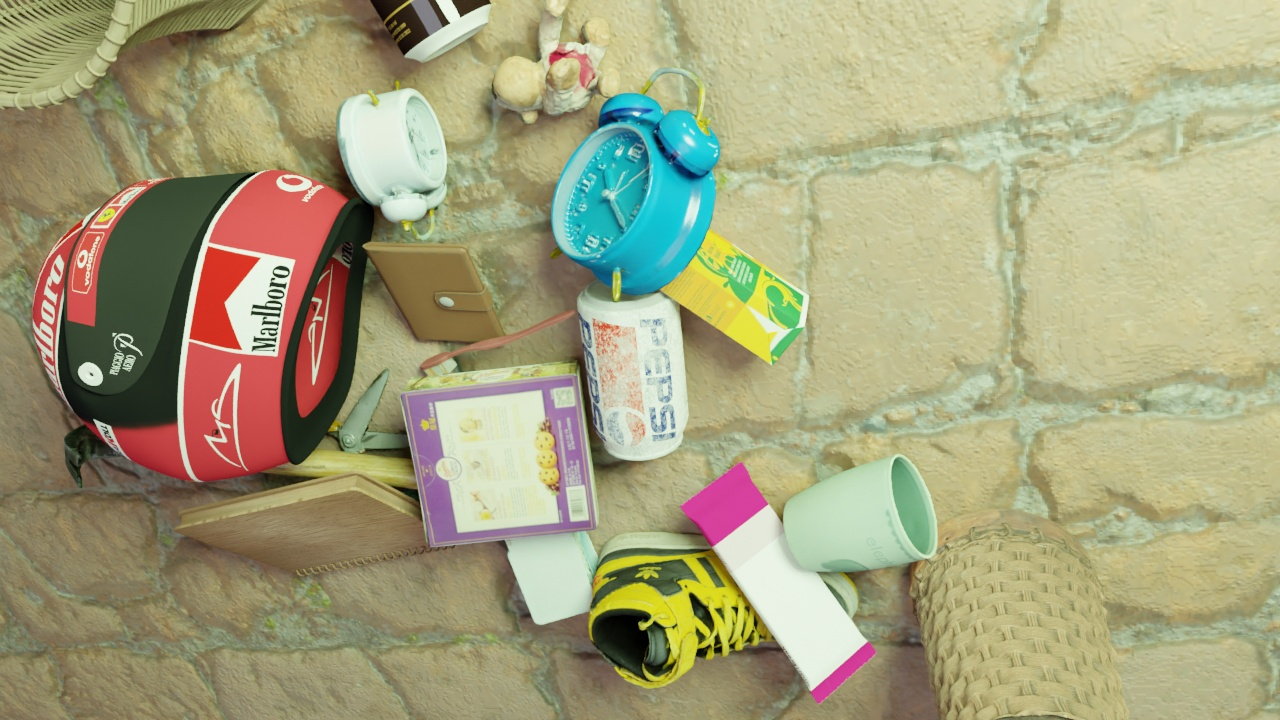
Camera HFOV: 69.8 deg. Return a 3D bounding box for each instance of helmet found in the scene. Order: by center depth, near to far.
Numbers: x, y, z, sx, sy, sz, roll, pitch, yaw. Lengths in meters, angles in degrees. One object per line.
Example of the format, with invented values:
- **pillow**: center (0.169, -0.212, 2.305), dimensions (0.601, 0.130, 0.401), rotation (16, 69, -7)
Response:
- **helmet**: center (-0.348, -0.034, 0.725), dimensions (0.224, 0.197, 0.272), rotation (15, 120, -3)

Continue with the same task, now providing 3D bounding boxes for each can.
- **can**: center (-0.161, -0.276, 0.624), dimensions (0.072, 0.071, 0.128), rotation (-23, 109, 24)
- **can**: center (-0.004, 0.004, 0.727), dimensions (0.078, 0.078, 0.136), rotation (1, 117, 14)

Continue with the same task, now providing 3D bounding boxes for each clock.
- **clock**: center (-0.002, -0.125, 0.641), dimensions (0.060, 0.117, 0.161), rotation (17, 102, -42)
- **clock**: center (-0.182, -0.148, 0.692), dimensions (0.057, 0.083, 0.118), rotation (-10, 113, 12)

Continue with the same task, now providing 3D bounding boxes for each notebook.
- **notebook**: center (-0.296, 0.159, 0.866), dimensions (0.211, 0.022, 0.169), rotation (-14, 148, 21)

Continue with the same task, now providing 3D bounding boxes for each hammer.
- **hammer**: center (-0.356, 0.088, 0.836), dimensions (0.330, 0.132, 0.033), rotation (5, 105, 2)

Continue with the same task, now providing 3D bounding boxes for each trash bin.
- **trash bin**: center (0.285, 0.234, 0.697), dimensions (0.151, 0.209, 0.151), rotation (6, 119, 12)

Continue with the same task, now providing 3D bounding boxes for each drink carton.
- **drink carton**: center (0.064, -0.056, 0.688), dimensions (0.122, 0.058, 0.041), rotation (34, 120, -5)

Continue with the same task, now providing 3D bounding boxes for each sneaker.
- **sneaker**: center (0.066, 0.222, 0.798), dimensions (0.239, 0.121, 0.086), rotation (4, 119, 13)

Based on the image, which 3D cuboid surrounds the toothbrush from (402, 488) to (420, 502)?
- **toothbrush**: center (-0.206, 0.118, 0.874), dimensions (0.022, 0.017, 0.135), rotation (38, 119, -11)

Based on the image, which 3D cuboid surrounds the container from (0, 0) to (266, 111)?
- **container**: center (-0.364, -0.297, 0.593), dimensions (0.227, 0.195, 0.227), rotation (6, 118, 11)

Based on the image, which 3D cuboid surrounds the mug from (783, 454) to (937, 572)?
- **mug**: center (0.185, 0.137, 0.754), dimensions (0.104, 0.084, 0.111), rotation (-24, 138, 33)

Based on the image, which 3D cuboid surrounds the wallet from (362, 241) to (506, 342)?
- **wallet**: center (-0.164, -0.052, 0.746), dimensions (0.087, 0.013, 0.121), rotation (3, 146, 12)

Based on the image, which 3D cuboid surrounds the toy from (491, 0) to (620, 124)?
- **toy**: center (-0.067, -0.209, 0.644), dimensions (0.106, 0.074, 0.085), rotation (-16, 80, 43)

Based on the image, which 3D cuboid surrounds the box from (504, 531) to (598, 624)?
- **box**: center (-0.095, 0.146, 0.840), dimensions (0.085, 0.070, 0.199), rotation (-8, 111, 32)

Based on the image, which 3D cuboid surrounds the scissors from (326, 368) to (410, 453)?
- **scissors**: center (-0.290, 0.090, 0.881), dimensions (0.225, 0.016, 0.226), rotation (5, 118, 12)

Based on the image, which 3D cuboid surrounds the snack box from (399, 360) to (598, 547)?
- **snack box**: center (-0.116, 0.080, 0.775), dimensions (0.148, 0.040, 0.143), rotation (-6, 108, 0)

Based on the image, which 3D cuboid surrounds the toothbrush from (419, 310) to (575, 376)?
- **toothbrush**: center (-0.120, -0.014, 0.761), dimensions (0.185, 0.015, 0.016), rotation (-18, 117, 37)

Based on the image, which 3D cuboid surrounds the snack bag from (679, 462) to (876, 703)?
- **snack bag**: center (0.116, 0.184, 0.772), dimensions (0.196, 0.070, 0.016), rotation (54, 161, 5)
